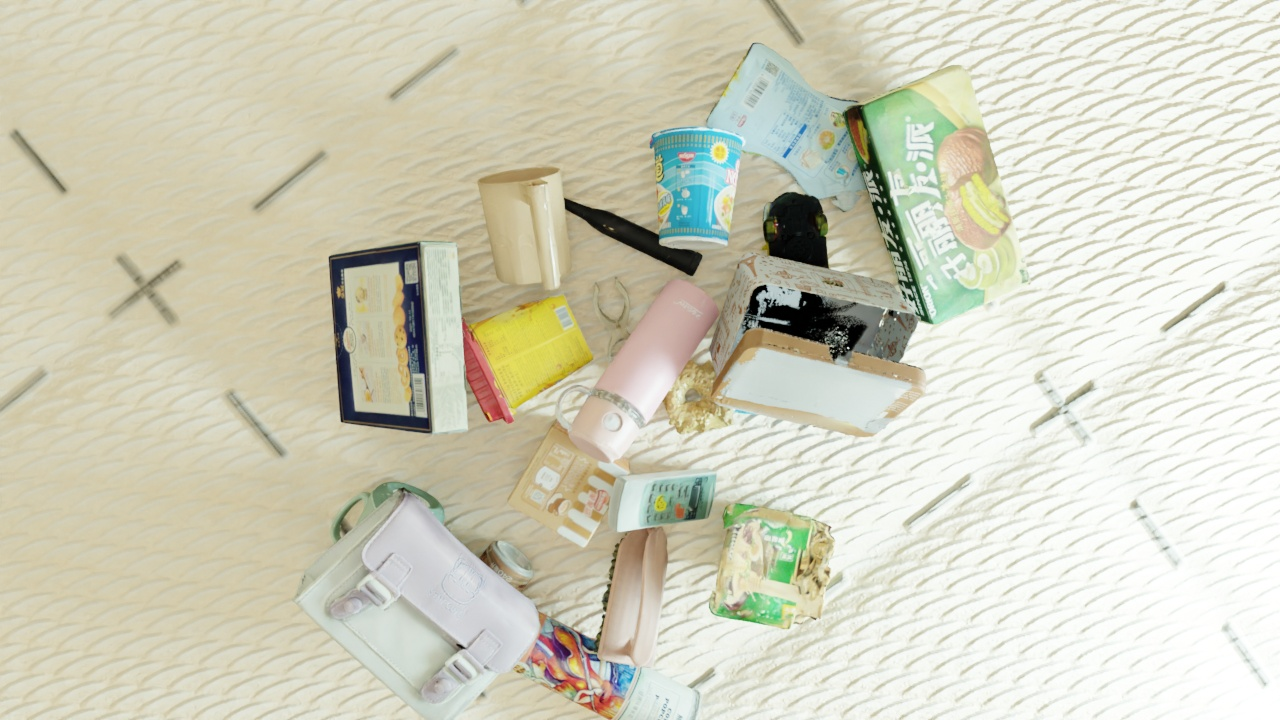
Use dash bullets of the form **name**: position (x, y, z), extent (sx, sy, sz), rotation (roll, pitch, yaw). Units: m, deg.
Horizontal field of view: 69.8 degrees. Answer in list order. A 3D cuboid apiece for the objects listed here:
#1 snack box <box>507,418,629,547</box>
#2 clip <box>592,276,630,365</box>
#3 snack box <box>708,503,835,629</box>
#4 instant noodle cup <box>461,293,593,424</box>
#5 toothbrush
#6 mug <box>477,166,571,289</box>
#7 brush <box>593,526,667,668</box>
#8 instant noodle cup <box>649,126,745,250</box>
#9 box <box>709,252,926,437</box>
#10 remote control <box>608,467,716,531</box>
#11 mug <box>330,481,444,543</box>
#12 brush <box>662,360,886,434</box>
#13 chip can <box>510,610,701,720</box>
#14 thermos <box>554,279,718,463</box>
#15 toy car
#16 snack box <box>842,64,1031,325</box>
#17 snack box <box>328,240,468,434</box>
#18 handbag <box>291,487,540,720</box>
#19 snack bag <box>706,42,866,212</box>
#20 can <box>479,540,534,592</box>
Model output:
- **snack box**: position (-0.074, 0.127, 0.968), extent (0.094, 0.077, 0.093), rotation (31, 92, -3)
- **clip**: position (-0.035, -0.036, 0.981), extent (0.076, 0.034, 0.103), rotation (-4, 102, -2)
- **snack box**: position (0.132, 0.205, 0.963), extent (0.117, 0.105, 0.118), rotation (11, 93, 1)
- **instant noodle cup**: position (-0.123, -0.008, 0.947), extent (0.123, 0.116, 0.116), rotation (-27, 94, -11)
- **toothbrush**: position (-0.035, -0.146, 0.975), extent (0.212, 0.027, 0.026), rotation (25, 108, -1)
- **mug**: position (-0.108, -0.132, 0.917), extent (0.084, 0.124, 0.104), rotation (-14, 112, -17)
- **brush**: position (-0.002, 0.245, 0.966), extent (0.063, 0.073, 0.145), rotation (18, 73, -23)
- **instant noodle cup**: position (0.055, -0.170, 0.932), extent (0.099, 0.099, 0.110), rotation (2, 90, -1)
- **box**: position (0.168, 0.003, 0.896), extent (0.181, 0.157, 0.149), rotation (10, 117, -10)
- **remote control**: position (0.025, 0.145, 0.958), extent (0.134, 0.019, 0.056), rotation (1, 104, -41)
- **mug**: position (-0.274, 0.183, 0.973), extent (0.112, 0.082, 0.106), rotation (26, 95, 15)
- **brush**: position (0.141, 0.049, 0.988), extent (0.254, 0.046, 0.083), rotation (6, 90, -5)
- **chip can**: position (-0.044, 0.342, 0.989), extent (0.214, 0.071, 0.071), rotation (28, 93, -2)
- **thermos**: position (-0.006, 0.005, 0.931), extent (0.087, 0.067, 0.198), rotation (37, 71, -3)
- **toy car**: position (0.168, -0.101, 0.971), extent (0.071, 0.041, 0.156), rotation (-8, 100, 0)
- **snack box**: position (0.304, -0.166, 0.941), extent (0.114, 0.063, 0.240), rotation (-22, 102, -3)
- **snack box**: position (-0.245, -0.022, 0.916), extent (0.045, 0.183, 0.178), rotation (-7, 96, -44)
- **handbag**: position (-0.214, 0.240, 0.898), extent (0.145, 0.098, 0.197), rotation (-44, 105, -7)
- **snack bag**: position (0.173, -0.242, 0.963), extent (0.191, 0.039, 0.110), rotation (30, 88, -6)
- **can**: position (-0.170, 0.254, 0.986), extent (0.058, 0.058, 0.116), rotation (39, 93, -3)
